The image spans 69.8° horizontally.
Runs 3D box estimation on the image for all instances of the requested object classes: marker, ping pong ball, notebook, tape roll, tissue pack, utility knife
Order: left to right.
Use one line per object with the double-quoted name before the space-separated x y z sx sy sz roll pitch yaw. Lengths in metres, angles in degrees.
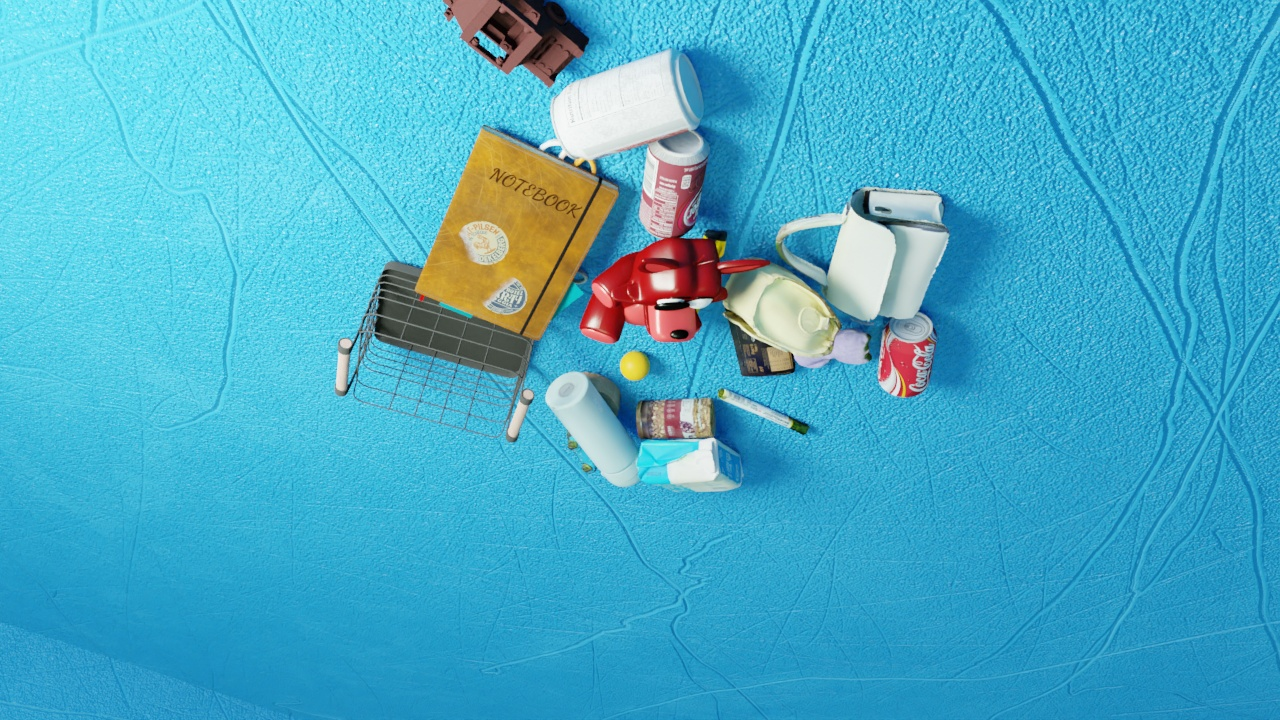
"notebook" -0.142 -0.128 1.059 0.178 0.014 0.250 22 127 -15
"tape roll" -0.076 0.057 1.310 0.094 0.027 0.094 5 140 4
"ping pong ball" -0.007 0.007 1.230 0.040 0.040 0.040 5 140 4
"tissue pack" 0.077 0.155 1.332 0.117 0.066 0.209 -5 164 17
"utility knife" 0.072 -0.095 1.119 0.030 0.017 0.176 19 143 1
"marker" 0.174 0.072 1.294 0.146 0.017 0.017 24 137 -17

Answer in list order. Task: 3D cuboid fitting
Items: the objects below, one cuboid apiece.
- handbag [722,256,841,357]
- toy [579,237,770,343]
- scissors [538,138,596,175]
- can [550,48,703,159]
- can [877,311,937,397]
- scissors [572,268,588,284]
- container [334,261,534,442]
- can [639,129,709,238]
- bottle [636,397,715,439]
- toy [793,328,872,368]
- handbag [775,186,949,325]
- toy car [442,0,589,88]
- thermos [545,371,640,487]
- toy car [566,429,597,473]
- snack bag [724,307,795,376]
"handbag" 0.163 -0.058 1.049 0.111 0.119 0.081 23 102 -17
"toy" 0.030 -0.078 1.027 0.158 0.120 0.198 1 170 -25
"scissors" -0.108 -0.200 1.026 0.073 0.012 0.132 35 132 -26
"can" -0.013 -0.249 0.902 0.136 0.078 0.078 -12 136 22
"can" 0.330 -0.007 1.136 0.064 0.064 0.105 0 139 10
"scissors" -0.129 -0.126 1.112 0.172 0.014 0.141 -22 136 35
"container" -0.253 -0.004 1.183 0.241 0.130 0.163 16 142 -9
"can" 0.035 -0.188 0.976 0.063 0.063 0.114 8 140 0
"bottle" 0.051 0.082 1.296 0.105 0.056 0.056 -3 139 12
"toy" 0.244 -0.014 1.168 0.100 0.036 0.080 -1 149 17
"handbag" 0.237 -0.116 1.019 0.176 0.073 0.151 8 140 1
"toy car" -0.133 -0.322 0.848 0.169 0.061 0.070 34 133 -27
"thermos" -0.056 0.102 1.285 0.078 0.065 0.207 -7 138 27
"toy car" -0.082 0.128 1.380 0.032 0.048 0.105 -10 135 15
"snack bag" 0.153 -0.033 1.172 0.075 0.018 0.155 -4 139 14
